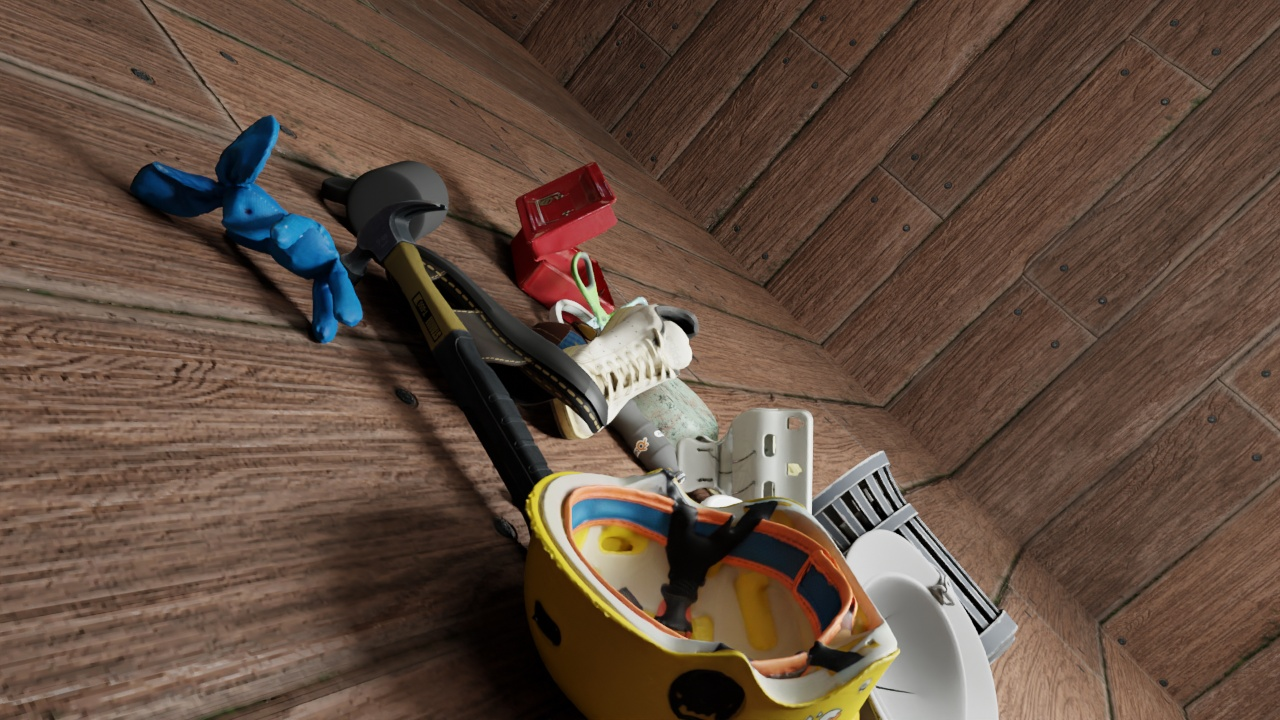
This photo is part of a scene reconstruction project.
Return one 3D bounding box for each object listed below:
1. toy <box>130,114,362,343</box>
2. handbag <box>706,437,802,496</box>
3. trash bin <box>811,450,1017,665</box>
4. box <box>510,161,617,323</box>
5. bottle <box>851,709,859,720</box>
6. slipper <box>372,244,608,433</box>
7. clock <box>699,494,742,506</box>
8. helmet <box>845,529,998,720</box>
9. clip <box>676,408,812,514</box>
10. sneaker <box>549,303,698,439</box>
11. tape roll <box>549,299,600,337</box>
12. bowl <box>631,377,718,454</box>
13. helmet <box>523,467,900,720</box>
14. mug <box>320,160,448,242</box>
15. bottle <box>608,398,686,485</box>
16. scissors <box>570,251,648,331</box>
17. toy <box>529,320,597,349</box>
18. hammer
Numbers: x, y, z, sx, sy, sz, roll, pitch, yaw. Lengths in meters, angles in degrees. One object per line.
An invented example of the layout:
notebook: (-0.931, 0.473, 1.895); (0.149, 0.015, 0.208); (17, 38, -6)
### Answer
toy: (-0.263, -0.096, 0.662); (0.176, 0.113, 0.070); (48, 28, -15)
handbag: (0.140, 0.132, 1.069); (0.111, 0.081, 0.119); (37, 15, 7)
trash bin: (0.273, 0.238, 0.986); (0.227, 0.164, 0.164); (52, 17, 19)
box: (-0.088, -0.134, 1.184); (0.157, 0.154, 0.168); (-109, 179, -57)
bottle: (0.112, 0.273, 0.632); (0.071, 0.071, 0.163); (45, 15, 8)
slipper: (-0.140, -0.014, 0.790); (0.268, 0.075, 0.113); (37, -12, 18)
clock: (0.085, 0.189, 0.829); (0.160, 0.073, 0.125); (20, 26, -39)
helmet: (0.204, 0.269, 0.802); (0.271, 0.118, 0.182); (49, 44, -23)
clip: (0.111, 0.112, 0.965); (0.143, 0.124, 0.072); (0, -5, 26)
sneaker: (-0.005, 0.005, 0.912); (0.240, 0.102, 0.089); (-49, 129, -58)
tape roll: (-0.071, -0.033, 1.099); (0.093, 0.013, 0.092); (38, 26, -23)
bowl: (0.041, 0.059, 1.111); (0.157, 0.039, 0.157); (39, 15, -13)
helmet: (0.025, 0.172, 0.574); (0.240, 0.140, 0.209); (15, 18, -15)
mug: (-0.257, -0.159, 0.909); (0.113, 0.078, 0.088); (14, 17, -1)
bottle: (0.007, 0.086, 0.954); (0.110, 0.036, 0.036); (48, 16, 19)
scissors: (-0.043, -0.048, 1.088); (0.173, 0.022, 0.171); (-4, 80, -51)
toy: (-0.080, -0.005, 0.995); (0.090, 0.070, 0.103); (48, -13, -34)
hammer: (-0.134, 0.007, 0.703); (0.333, 0.118, 0.025); (55, 21, 23)
